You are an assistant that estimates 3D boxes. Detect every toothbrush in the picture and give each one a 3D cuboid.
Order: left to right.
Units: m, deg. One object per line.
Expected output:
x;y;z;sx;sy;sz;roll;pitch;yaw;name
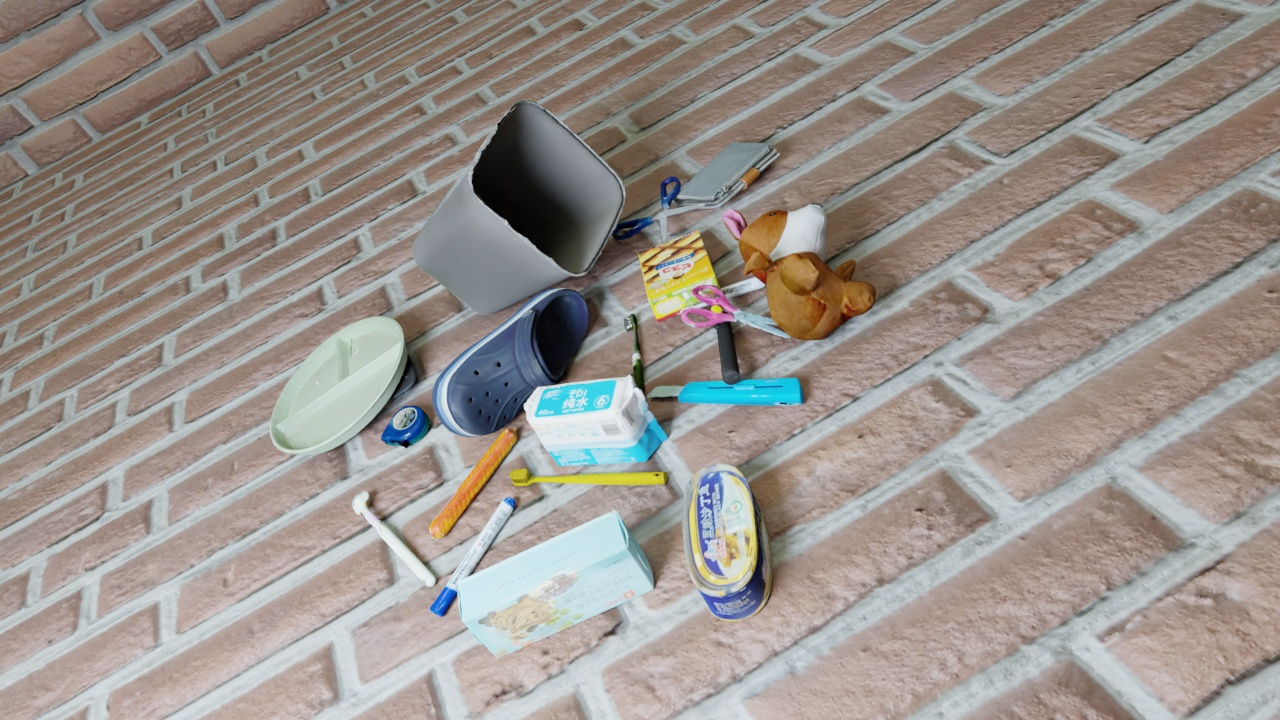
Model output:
-0.279;0.202;1.037;0.190;0.020;0.029;30;96;44;toothbrush
-0.060;0.126;0.999;0.190;0.016;0.015;-4;46;25;toothbrush
-0.007;0.006;1.100;0.017;0.012;0.185;-22;40;14;toothbrush

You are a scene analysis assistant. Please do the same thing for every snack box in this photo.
-0.080;0.214;0.873;0.175;0.074;0.051;-25;40;3;snack box
0.048;-0.111;1.164;0.087;0.034;0.140;-21;33;7;snack box

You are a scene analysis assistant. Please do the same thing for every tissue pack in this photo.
-0.050;0.066;1.001;0.140;0.090;0.063;-7;45;23;tissue pack

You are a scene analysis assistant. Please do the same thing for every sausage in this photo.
-0.190;0.139;1.051;0.021;0.021;0.164;13;54;37;sausage

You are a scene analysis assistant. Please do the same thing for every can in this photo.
0.080;0.166;0.857;0.075;0.049;0.147;-16;42;14;can

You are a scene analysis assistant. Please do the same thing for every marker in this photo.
-0.176;0.206;0.978;0.017;0.017;0.145;9;52;34;marker
0.087;-0.077;1.133;0.145;0.017;0.017;-18;41;11;marker
0.097;-0.017;1.047;0.020;0.022;0.131;-52;21;28;marker

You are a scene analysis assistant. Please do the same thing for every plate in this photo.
-0.408;0.035;1.252;0.231;0.027;0.229;-21;43;21;plate

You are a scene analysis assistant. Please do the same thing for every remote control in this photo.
-0.336;0.013;1.260;0.053;0.024;0.136;-37;39;-4;remote control

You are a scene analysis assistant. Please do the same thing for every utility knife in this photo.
0.091;0.035;1.013;0.186;0.018;0.034;-2;47;29;utility knife

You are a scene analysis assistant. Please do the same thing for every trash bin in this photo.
-0.174;-0.187;1.218;0.220;0.198;0.198;-26;31;46;trash bin

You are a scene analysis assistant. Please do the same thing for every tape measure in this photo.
-0.294;0.084;1.162;0.055;0.025;0.058;5;54;29;tape measure

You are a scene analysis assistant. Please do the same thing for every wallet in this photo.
0.123;-0.257;1.288;0.129;0.037;0.107;-45;33;-19;wallet

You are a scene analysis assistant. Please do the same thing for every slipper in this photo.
-0.136;0.004;1.101;0.095;0.105;0.252;2;37;42;slipper

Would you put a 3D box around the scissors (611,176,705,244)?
0.026;-0.204;1.270;0.176;0.012;0.162;-15;39;38;scissors

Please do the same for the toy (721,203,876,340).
0.177;-0.116;1.050;0.131;0.140;0.199;-59;27;20;toy

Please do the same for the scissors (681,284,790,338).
0.118;-0.058;1.071;0.137;0.017;0.076;9;50;7;scissors
